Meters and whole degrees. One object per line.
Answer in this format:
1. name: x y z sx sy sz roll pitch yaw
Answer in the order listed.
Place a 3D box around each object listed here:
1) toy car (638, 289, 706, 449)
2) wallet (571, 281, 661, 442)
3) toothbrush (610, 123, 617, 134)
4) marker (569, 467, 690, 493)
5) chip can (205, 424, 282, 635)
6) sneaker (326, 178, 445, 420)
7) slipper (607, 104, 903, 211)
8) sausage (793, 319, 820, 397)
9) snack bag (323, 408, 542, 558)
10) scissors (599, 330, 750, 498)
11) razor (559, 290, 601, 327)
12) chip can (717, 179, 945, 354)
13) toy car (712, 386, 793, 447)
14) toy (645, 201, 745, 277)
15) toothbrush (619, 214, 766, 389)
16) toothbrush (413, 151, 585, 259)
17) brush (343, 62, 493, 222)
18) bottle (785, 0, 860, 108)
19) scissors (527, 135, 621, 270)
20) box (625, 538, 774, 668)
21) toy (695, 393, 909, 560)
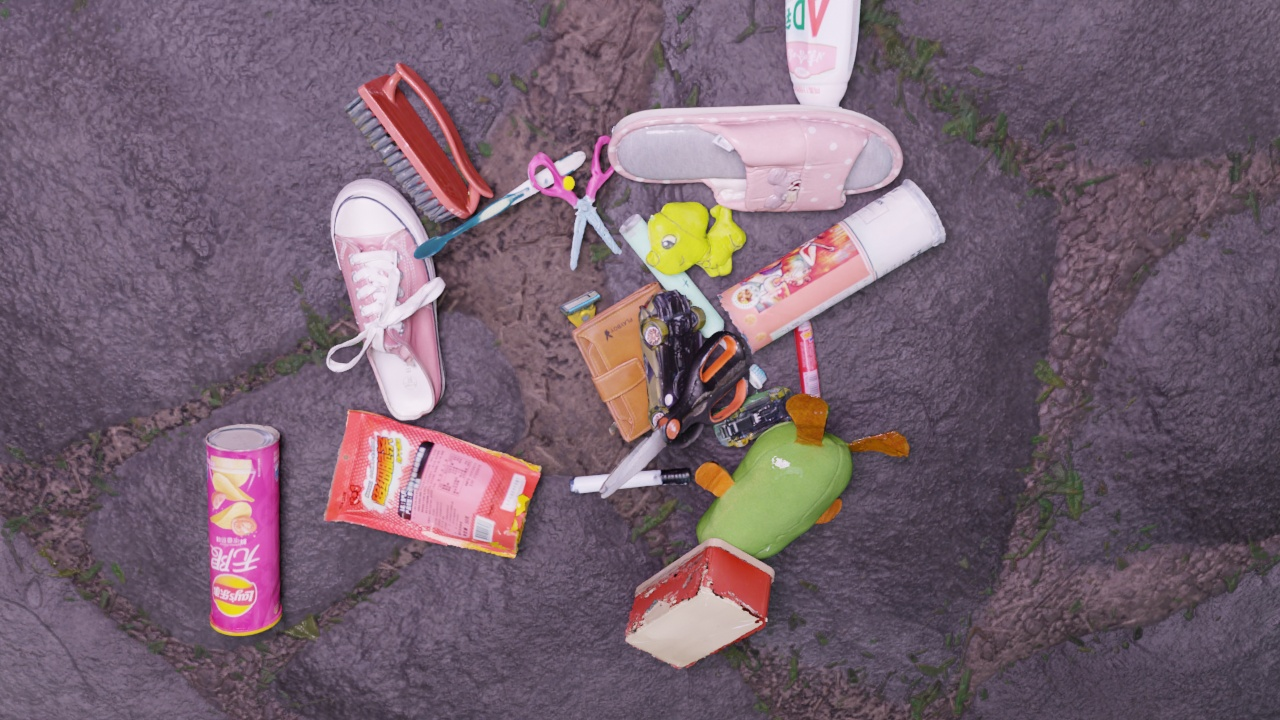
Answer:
1. toy car: 0.031 0.010 0.892 0.070 0.042 0.158 -19 109 -45
2. wallet: -0.005 0.005 0.923 0.118 0.035 0.131 -33 110 -20
3. toothbrush: 0.061 -0.220 0.876 0.181 0.018 0.016 -2 103 -6
4. marker: -0.011 0.130 0.985 0.130 0.018 0.023 -6 118 -2
5. chip can: -0.407 0.174 0.944 0.071 0.071 0.211 5 108 -6
6. sneaker: -0.239 -0.049 0.873 0.118 0.087 0.241 -8 109 -1
7. slipper: 0.106 -0.182 0.847 0.274 0.054 0.114 4 151 -3
8. sausage: 0.176 0.019 0.960 0.020 0.020 0.156 -10 109 -1
9. snack bag: -0.215 0.131 0.951 0.208 0.073 0.129 15 102 -3
10. scissors: 0.041 0.069 0.868 0.234 0.022 0.137 -59 136 -23
11. razor: -0.041 -0.003 0.933 0.043 0.028 0.132 -29 110 -22
12. chip can: 0.184 -0.089 0.897 0.215 0.071 0.071 -31 108 7
13. toy car: 0.119 0.057 0.959 0.091 0.036 0.043 -21 110 -2
14. toy: 0.051 -0.119 0.890 0.100 0.031 0.096 32 79 -21
15. toothbrush: 0.057 -0.054 0.923 0.224 0.027 0.027 50 61 -16
16. toothbrush: -0.130 -0.146 0.859 0.191 0.018 0.016 -34 111 -15
17. brush: -0.197 -0.194 0.840 0.069 0.063 0.146 -28 110 19
18. bottle: 0.164 -0.308 0.827 0.068 0.068 0.197 -4 111 -3
19. scissors: -0.050 -0.156 0.879 0.125 0.017 0.133 -47 123 -10
20. box: 0.056 0.264 0.963 0.091 0.079 0.169 31 136 -13
21. toy: 0.144 0.132 0.944 0.226 0.090 0.247 22 121 -34
